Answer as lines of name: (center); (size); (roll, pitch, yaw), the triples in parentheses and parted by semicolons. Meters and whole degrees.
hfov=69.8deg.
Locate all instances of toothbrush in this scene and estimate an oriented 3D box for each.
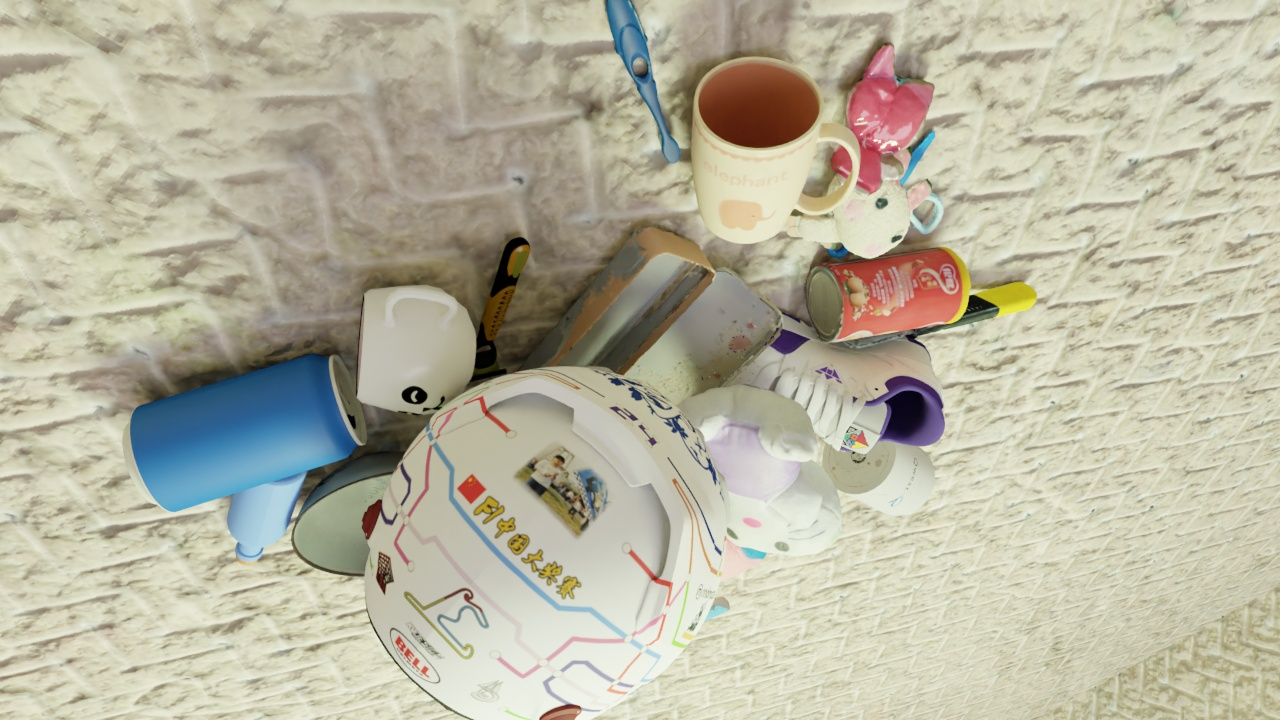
toothbrush: (0.003, -0.177, 0.580); (0.021, 0.016, 0.132); (-25, 138, 1)

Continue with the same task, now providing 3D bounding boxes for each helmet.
helmet: (-0.054, 0.121, 0.650); (0.236, 0.231, 0.315); (-46, 170, -7)

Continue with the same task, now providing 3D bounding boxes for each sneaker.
sneaker: (0.156, 0.030, 0.793); (0.244, 0.111, 0.092); (6, 130, -16)

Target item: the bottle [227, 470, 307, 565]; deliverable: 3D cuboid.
bottle: (-0.307, 0.122, 0.742); (0.048, 0.048, 0.131); (6, 133, -31)

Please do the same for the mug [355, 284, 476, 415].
mug: (-0.150, -0.015, 0.622); (0.076, 0.090, 0.124); (4, 152, -19)

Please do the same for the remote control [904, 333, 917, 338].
remote control: (0.186, -0.008, 0.855); (0.141, 0.021, 0.045); (-28, 130, 12)

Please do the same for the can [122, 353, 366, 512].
can: (-0.277, 0.050, 0.650); (0.146, 0.079, 0.079); (-18, 141, -7)

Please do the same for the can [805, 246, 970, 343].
can: (0.207, -0.056, 0.774); (0.124, 0.066, 0.067); (-9, 139, -16)

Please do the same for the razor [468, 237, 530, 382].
razor: (-0.107, -0.034, 0.683); (0.044, 0.021, 0.144); (-15, 145, -39)

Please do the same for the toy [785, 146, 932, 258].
toy: (0.169, -0.114, 0.696); (0.112, 0.050, 0.087); (-31, 135, 6)

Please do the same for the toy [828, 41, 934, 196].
toy: (0.161, -0.164, 0.645); (0.065, 0.050, 0.102); (25, 87, -29)

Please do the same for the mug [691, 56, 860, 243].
mug: (0.088, -0.130, 0.609); (0.111, 0.085, 0.104); (10, 149, 5)

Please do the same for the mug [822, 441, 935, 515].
mug: (0.263, 0.098, 0.977); (0.096, 0.083, 0.119); (28, 91, -44)

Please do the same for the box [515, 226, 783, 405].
box: (-0.005, 0.002, 0.742); (0.156, 0.071, 0.217); (32, 118, -21)

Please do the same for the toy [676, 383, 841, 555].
toy: (0.098, 0.094, 0.776); (0.138, 0.085, 0.209); (8, 147, 22)

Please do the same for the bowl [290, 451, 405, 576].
bowl: (-0.218, 0.119, 0.775); (0.150, 0.056, 0.151); (-14, 140, -12)

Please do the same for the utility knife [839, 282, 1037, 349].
utility knife: (0.270, -0.040, 0.829); (0.233, 0.028, 0.020); (-13, 138, -26)

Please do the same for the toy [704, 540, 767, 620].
toy: (0.053, 0.222, 0.991); (0.192, 0.098, 0.224); (-44, 125, 16)

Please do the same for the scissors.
scissors: (0.200, -0.127, 0.731); (0.130, 0.014, 0.126); (7, 131, -31)
